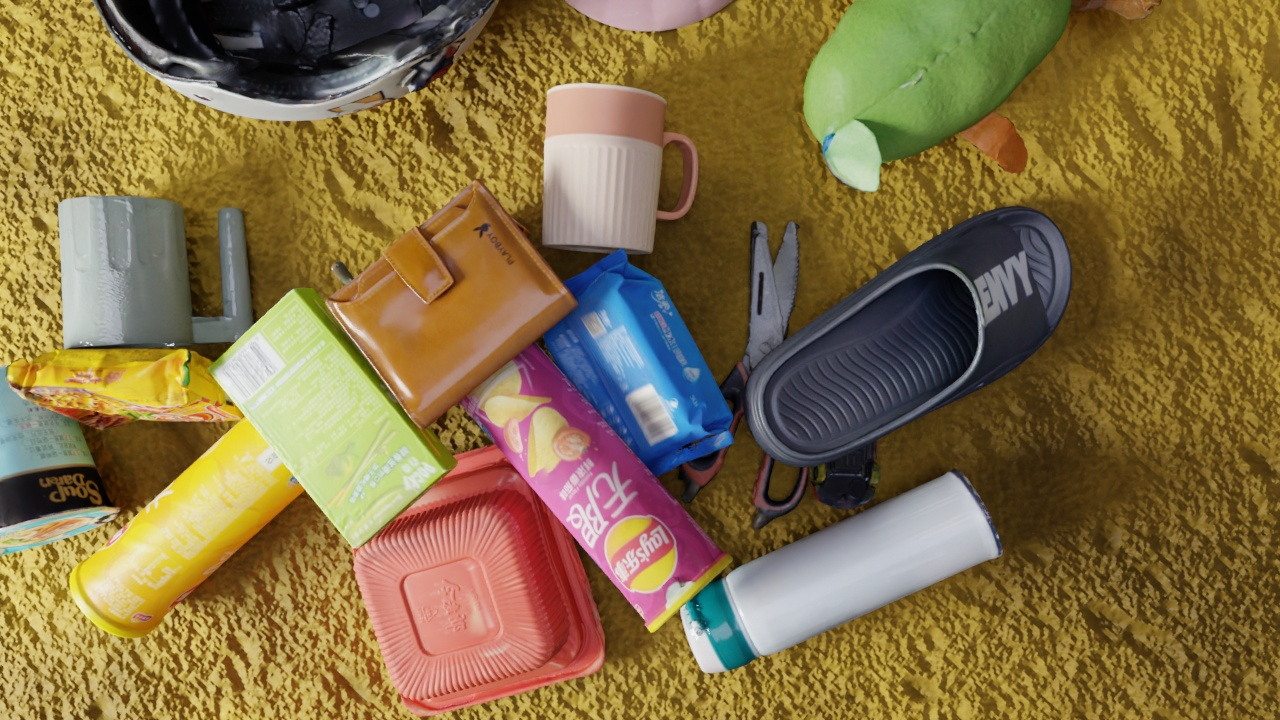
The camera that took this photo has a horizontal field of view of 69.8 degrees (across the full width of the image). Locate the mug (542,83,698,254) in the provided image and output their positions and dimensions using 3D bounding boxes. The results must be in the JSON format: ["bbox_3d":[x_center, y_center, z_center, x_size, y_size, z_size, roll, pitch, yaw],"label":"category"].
[{"bbox_3d":[-0.013,-0.129,0.646,0.114,0.082,0.106,2,94,-27],"label":"mug"}]

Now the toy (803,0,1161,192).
[{"bbox_3d":[0.210,-0.224,0.623,0.247,0.090,0.227,-38,100,7],"label":"toy"}]

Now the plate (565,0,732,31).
[{"bbox_3d":[0.007,-0.336,0.653,0.192,0.039,0.192,0,92,3],"label":"plate"}]

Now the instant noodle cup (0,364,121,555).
[{"bbox_3d":[-0.449,0.070,0.660,0.111,0.111,0.120,-20,82,3],"label":"instant noodle cup"}]

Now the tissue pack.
[{"bbox_3d":[-0.004,0.004,0.641,0.095,0.052,0.157,-29,92,43],"label":"tissue pack"}]

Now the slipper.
[{"bbox_3d":[0.196,-0.015,0.617,0.268,0.083,0.110,-31,92,-10],"label":"slipper"}]

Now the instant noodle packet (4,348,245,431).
[{"bbox_3d":[-0.347,0.021,0.644,0.128,0.111,0.044,-2,77,3],"label":"instant noodle packet"}]

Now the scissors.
[{"bbox_3d":[0.078,0.010,0.671,0.206,0.015,0.201,-35,90,3],"label":"scissors"}]

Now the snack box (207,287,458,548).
[{"bbox_3d":[-0.203,0.037,0.605,0.086,0.026,0.156,-41,88,9],"label":"snack box"}]

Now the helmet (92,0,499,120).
[{"bbox_3d":[-0.206,-0.263,0.608,0.274,0.157,0.230,-25,89,-8],"label":"helmet"}]

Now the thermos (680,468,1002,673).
[{"bbox_3d":[0.136,0.155,0.650,0.224,0.073,0.073,-25,90,3],"label":"thermos"}]

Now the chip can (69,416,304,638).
[{"bbox_3d":[-0.307,0.105,0.663,0.213,0.072,0.072,-42,89,3],"label":"chip can"}]

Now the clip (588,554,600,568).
[{"bbox_3d":[-0.038,0.125,0.681,0.054,0.013,0.033,41,93,-1],"label":"clip"}]

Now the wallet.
[{"bbox_3d":[-0.126,-0.042,0.595,0.130,0.035,0.119,-39,88,1],"label":"wallet"}]

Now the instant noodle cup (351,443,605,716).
[{"bbox_3d":[-0.125,0.161,0.653,0.164,0.079,0.189,-18,92,6],"label":"instant noodle cup"}]

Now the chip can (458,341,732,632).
[{"bbox_3d":[-0.035,0.078,0.615,0.071,0.071,0.210,-44,76,3],"label":"chip can"}]

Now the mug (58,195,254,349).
[{"bbox_3d":[-0.349,-0.061,0.665,0.123,0.084,0.103,-4,90,-24],"label":"mug"}]

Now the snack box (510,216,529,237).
[{"bbox_3d":[-0.140,-0.042,0.649,0.026,0.075,0.154,38,93,5],"label":"snack box"}]

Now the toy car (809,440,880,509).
[{"bbox_3d":[0.145,0.053,0.659,0.049,0.031,0.106,2,84,-9],"label":"toy car"}]
